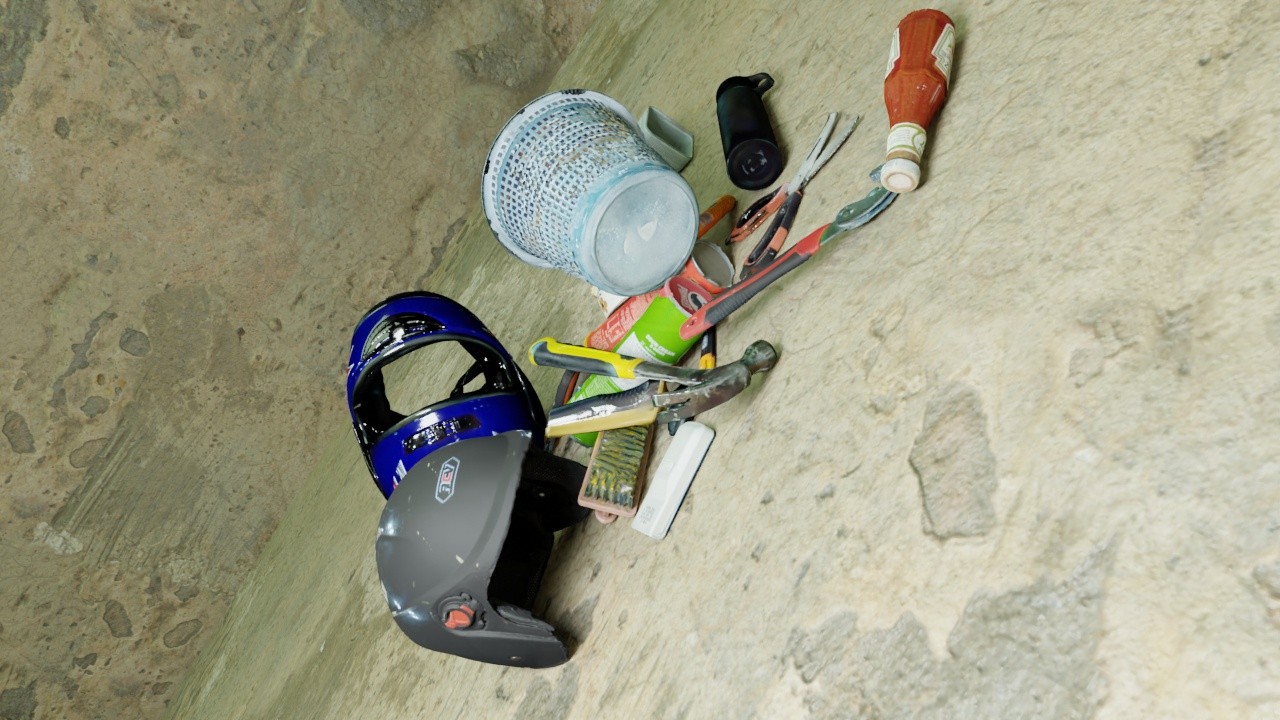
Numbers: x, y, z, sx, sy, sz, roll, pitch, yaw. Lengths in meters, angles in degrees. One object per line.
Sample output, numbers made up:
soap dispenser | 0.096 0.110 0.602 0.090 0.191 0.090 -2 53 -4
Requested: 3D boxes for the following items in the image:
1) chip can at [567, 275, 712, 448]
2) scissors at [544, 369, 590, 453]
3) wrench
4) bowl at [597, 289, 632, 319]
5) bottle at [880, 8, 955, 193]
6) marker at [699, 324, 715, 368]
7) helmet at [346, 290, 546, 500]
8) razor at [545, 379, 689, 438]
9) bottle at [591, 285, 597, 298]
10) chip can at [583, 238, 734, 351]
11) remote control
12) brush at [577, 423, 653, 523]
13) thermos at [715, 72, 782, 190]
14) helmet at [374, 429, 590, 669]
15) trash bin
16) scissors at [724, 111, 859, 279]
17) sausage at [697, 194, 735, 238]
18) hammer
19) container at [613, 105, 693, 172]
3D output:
chip can | -0.006 0.006 1.072 0.237 0.072 0.072 -49 23 32
scissors | -0.109 0.083 1.196 0.220 0.022 0.229 -58 -11 -39
wrench | 0.147 -0.103 0.910 0.274 0.016 0.056 -37 29 16
bowl | -0.013 -0.108 1.199 0.113 0.062 0.113 -35 -6 -4
bottle | 0.261 -0.248 0.876 0.060 0.059 0.205 -26 40 53
marker | 0.074 -0.011 1.019 0.018 0.015 0.123 -36 28 32
helmet | -0.253 0.088 1.218 0.247 0.316 0.240 -23 53 -7
razor | -0.021 0.058 0.977 0.062 0.167 0.067 -73 -28 -84
bottle | -0.041 -0.166 1.414 0.067 0.066 0.149 10 78 67
chip can | 0.019 -0.060 1.125 0.217 0.073 0.073 -41 28 38
remote control | 0.032 0.119 0.926 0.124 0.024 0.049 -63 22 -11
brush | -0.023 0.105 1.018 0.073 0.063 0.145 101 -177 -51
thermos | 0.143 -0.313 1.198 0.090 0.068 0.242 -42 26 27
helmet | -0.169 0.196 0.982 0.232 0.230 0.275 -82 -7 -45
trash bin | -0.043 -0.176 1.056 0.227 0.226 0.195 -55 42 8
scissors | 0.168 -0.188 1.051 0.227 0.015 0.188 -35 31 46
sausage | 0.088 -0.178 1.132 0.022 0.021 0.164 -43 2 34
hammer | -0.017 0.007 0.973 0.125 0.032 0.324 -34 27 -33
container | 0.016 -0.325 1.464 0.112 0.090 0.089 -46 24 35
